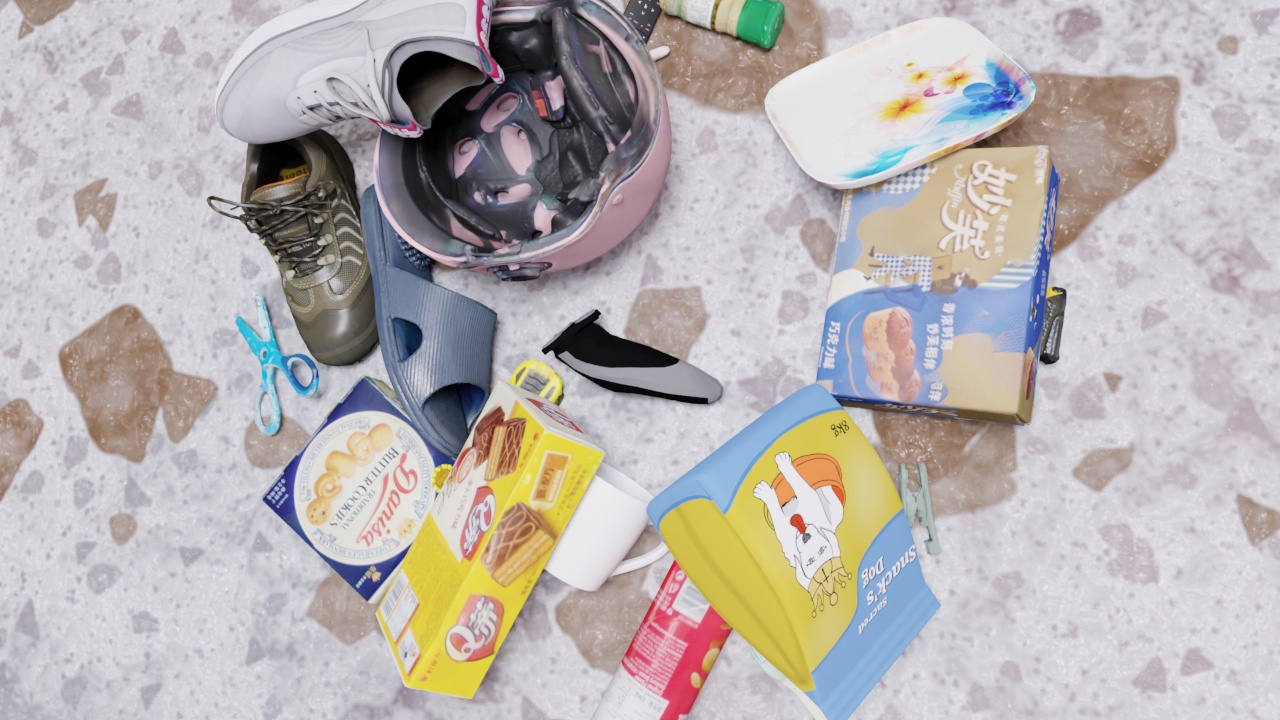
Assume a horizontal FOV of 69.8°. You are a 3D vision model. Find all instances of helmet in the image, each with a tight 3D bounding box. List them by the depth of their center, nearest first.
[{"bbox_3d":[-0.090,-0.176,0.778,0.256,0.152,0.230,-23,75,14],"label":"helmet"}]

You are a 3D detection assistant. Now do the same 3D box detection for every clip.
[{"bbox_3d":[0.232,0.121,0.749,0.049,0.023,0.078,8,85,8],"label":"clip"}]

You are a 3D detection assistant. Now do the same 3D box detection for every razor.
[{"bbox_3d":[-0.005,0.005,0.791,0.156,0.057,0.060,27,115,4],"label":"razor"}]

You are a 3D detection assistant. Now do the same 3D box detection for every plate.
[{"bbox_3d":[0.207,-0.213,0.758,0.187,0.016,0.186,-22,43,5],"label":"plate"}]

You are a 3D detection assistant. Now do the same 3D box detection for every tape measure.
[{"bbox_3d":[0.310,-0.032,0.750,0.064,0.037,0.065,9,81,10],"label":"tape measure"}]

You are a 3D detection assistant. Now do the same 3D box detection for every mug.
[{"bbox_3d":[-0.028,0.144,0.768,0.114,0.081,0.087,30,93,-19],"label":"mug"}]

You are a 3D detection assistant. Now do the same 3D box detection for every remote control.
[{"bbox_3d":[0.014,-0.352,0.854,0.030,0.009,0.140,25,85,-22],"label":"remote control"}]

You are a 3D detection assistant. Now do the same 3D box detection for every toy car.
[{"bbox_3d":[-0.109,0.050,0.812,0.049,0.030,0.107,30,89,11],"label":"toy car"}]

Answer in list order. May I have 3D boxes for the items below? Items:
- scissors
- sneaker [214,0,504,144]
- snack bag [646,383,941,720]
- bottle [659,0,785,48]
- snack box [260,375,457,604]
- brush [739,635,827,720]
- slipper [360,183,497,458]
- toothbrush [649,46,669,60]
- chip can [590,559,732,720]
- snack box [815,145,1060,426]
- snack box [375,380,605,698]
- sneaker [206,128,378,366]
[{"bbox_3d":[-0.337,-0.006,0.852,0.115,0.013,0.140,-20,75,30],"label":"scissors"},{"bbox_3d":[-0.217,-0.215,0.716,0.263,0.096,0.128,-22,67,16],"label":"sneaker"},{"bbox_3d":[0.128,0.144,0.693,0.158,0.103,0.205,-32,84,-37],"label":"snack bag"},{"bbox_3d":[0.074,-0.319,0.830,0.111,0.043,0.043,24,86,13],"label":"bottle"},{"bbox_3d":[-0.235,0.113,0.816,0.145,0.042,0.144,39,88,13],"label":"snack box"},{"bbox_3d":[0.157,0.295,0.742,0.033,0.012,0.217,-41,79,1],"label":"brush"},{"bbox_3d":[-0.175,-0.049,0.798,0.083,0.101,0.263,-22,74,15],"label":"slipper"},{"bbox_3d":[-0.056,-0.252,0.855,0.181,0.015,0.018,-22,86,6],"label":"toothbrush"},{"bbox_3d":[0.010,0.265,0.739,0.073,0.073,0.233,27,86,12],"label":"chip can"},{"bbox_3d":[0.235,-0.060,0.726,0.155,0.069,0.202,6,82,31],"label":"snack box"},{"bbox_3d":[-0.125,0.143,0.742,0.230,0.061,0.110,-61,34,4],"label":"snack box"},{"bbox_3d":[-0.296,-0.118,0.809,0.101,0.143,0.238,-18,80,6],"label":"sneaker"}]
